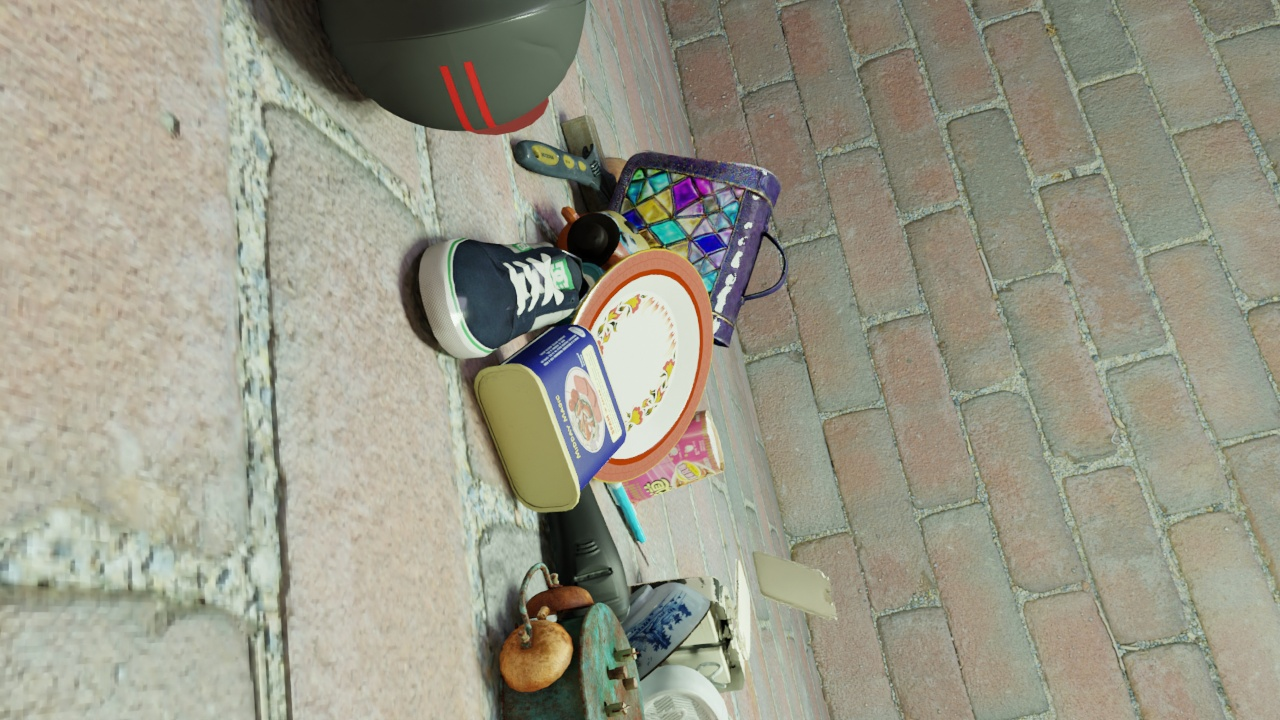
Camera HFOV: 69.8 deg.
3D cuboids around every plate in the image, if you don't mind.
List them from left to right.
[{"bbox_3d":[-0.006,0.005,0.882,0.229,0.021,0.230,-23,121,-45],"label":"plate"}]

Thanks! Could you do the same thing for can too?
[{"bbox_3d":[-0.062,0.039,0.686,0.092,0.057,0.116,-44,120,-56],"label":"can"}]

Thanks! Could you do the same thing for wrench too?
[{"bbox_3d":[-0.078,-0.217,1.037,0.272,0.022,0.073,-18,94,-72],"label":"wrench"}]

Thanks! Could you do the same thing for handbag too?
[{"bbox_3d":[0.071,-0.136,1.116,0.125,0.222,0.205,25,83,-75],"label":"handbag"}]

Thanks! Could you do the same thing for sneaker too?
[{"bbox_3d":[-0.091,-0.056,0.681,0.235,0.079,0.084,-39,114,-77],"label":"sneaker"},{"bbox_3d":[0.039,0.323,0.824,0.090,0.089,0.242,-92,169,-47],"label":"sneaker"}]

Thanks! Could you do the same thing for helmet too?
[{"bbox_3d":[-0.116,-0.235,0.575,0.264,0.164,0.170,-104,-176,-57],"label":"helmet"}]

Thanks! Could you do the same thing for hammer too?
[{"bbox_3d":[-0.041,-0.261,1.309,0.300,0.037,0.158,-56,130,-75],"label":"hammer"}]

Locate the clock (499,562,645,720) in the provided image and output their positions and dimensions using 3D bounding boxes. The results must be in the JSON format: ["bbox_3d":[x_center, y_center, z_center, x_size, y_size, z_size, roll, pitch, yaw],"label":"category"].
[{"bbox_3d":[-0.042,0.207,0.597,0.121,0.073,0.157,-54,127,-76],"label":"clock"}]

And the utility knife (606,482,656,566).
[{"bbox_3d":[-0.008,0.171,0.968,0.022,0.015,0.151,49,-15,50],"label":"utility knife"}]

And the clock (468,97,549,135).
[{"bbox_3d":[-0.122,-0.230,0.742,0.124,0.087,0.044,53,24,-69],"label":"clock"}]

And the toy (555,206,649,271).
[{"bbox_3d":[-0.039,-0.109,0.984,0.112,0.096,0.176,48,13,9],"label":"toy"}]

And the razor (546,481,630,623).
[{"bbox_3d":[-0.052,0.139,0.729,0.067,0.054,0.151,112,-37,-63],"label":"razor"}]

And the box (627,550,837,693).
[{"bbox_3d":[0.087,0.229,0.875,0.106,0.193,0.144,-87,165,-51],"label":"box"}]

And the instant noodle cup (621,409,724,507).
[{"bbox_3d":[0.030,0.100,0.999,0.097,0.109,0.097,-15,89,-79],"label":"instant noodle cup"}]

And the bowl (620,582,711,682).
[{"bbox_3d":[0.001,0.218,0.749,0.045,0.114,0.114,49,11,4],"label":"bowl"}]

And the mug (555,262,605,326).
[{"bbox_3d":[-0.047,-0.030,0.901,0.104,0.085,0.112,51,54,-51],"label":"mug"}]
